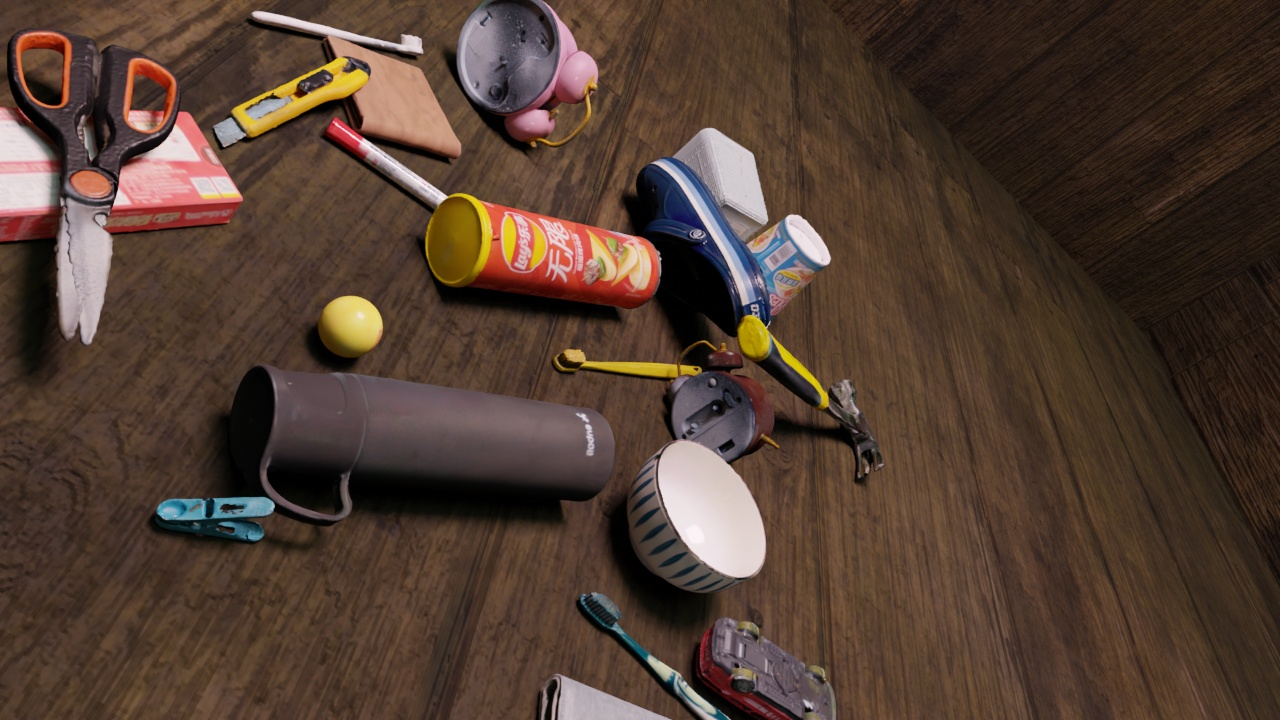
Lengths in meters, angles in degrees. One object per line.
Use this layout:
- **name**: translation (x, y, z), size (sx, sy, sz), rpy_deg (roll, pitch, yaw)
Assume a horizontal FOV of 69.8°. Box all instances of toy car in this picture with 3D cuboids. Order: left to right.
- **toy car**: translation (0.092, 0.236, 0.675), size (0.120, 0.045, 0.052), rpy_deg (35, 37, -14)

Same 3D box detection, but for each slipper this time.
- **slipper**: translation (0.048, -0.108, 0.942), size (0.095, 0.105, 0.252), rpy_deg (-18, 48, -13)

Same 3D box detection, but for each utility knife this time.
- **utility knife**: translation (-0.262, -0.201, 0.702), size (0.033, 0.015, 0.176), rpy_deg (33, 41, 0)

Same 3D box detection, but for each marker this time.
- **marker**: translation (-0.191, -0.148, 0.751), size (0.145, 0.017, 0.017), rpy_deg (34, 35, -24)

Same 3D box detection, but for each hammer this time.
- **hammer**: translation (0.179, 0.035, 0.934), size (0.323, 0.032, 0.126), rpy_deg (33, 34, -54)

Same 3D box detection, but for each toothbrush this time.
- **toothbrush**: translation (-0.261, -0.290, 0.809), size (0.179, 0.016, 0.016), rpy_deg (-13, 104, -55)
- **toothbrush**: translation (-0.005, 0.005, 0.822), size (0.189, 0.017, 0.015), rpy_deg (5, 53, -49)
- **toothbrush**: translation (0.029, 0.224, 0.635), size (0.191, 0.018, 0.016), rpy_deg (45, 33, -9)

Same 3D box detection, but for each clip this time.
- **clip**: translation (-0.219, 0.080, 0.472), size (0.055, 0.034, 0.013), rpy_deg (9, 48, -26)

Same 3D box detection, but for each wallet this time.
- **wallet**: translation (-0.218, -0.230, 0.803), size (0.101, 0.020, 0.115), rpy_deg (4, 51, -50)
- **wallet**: translation (-0.003, 0.255, 0.545), size (0.129, 0.037, 0.106), rpy_deg (32, 35, -26)

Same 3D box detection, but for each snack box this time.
- **snack box**: translation (-0.322, -0.112, 0.542), size (0.075, 0.026, 0.152), rpy_deg (54, 32, 8)

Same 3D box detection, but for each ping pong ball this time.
- **ping pong ball**: translation (-0.189, -0.022, 0.598), size (0.040, 0.040, 0.040), rpy_deg (32, 36, -27)

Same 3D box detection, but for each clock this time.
- **clock**: translation (-0.107, -0.283, 0.906), size (0.158, 0.117, 0.059), rpy_deg (55, 21, 12)
- **clock**: translation (0.069, 0.039, 0.817), size (0.055, 0.082, 0.122), rpy_deg (-1, 58, -57)

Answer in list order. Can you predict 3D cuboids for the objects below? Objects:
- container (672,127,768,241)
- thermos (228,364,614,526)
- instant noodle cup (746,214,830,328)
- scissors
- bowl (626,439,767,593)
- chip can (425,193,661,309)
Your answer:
- **container**: translation (0.088, -0.193, 1.080), size (0.090, 0.090, 0.111), rpy_deg (22, 44, -37)
- **thermos**: translation (-0.125, 0.061, 0.576), size (0.242, 0.069, 0.090), rpy_deg (11, 65, -44)
- **instant noodle cup**: translation (0.151, -0.105, 1.044), size (0.099, 0.110, 0.099), rpy_deg (31, 37, -27)
- **scissors**: translation (-0.316, -0.102, 0.498), size (0.139, 0.022, 0.234), rpy_deg (26, 42, -21)
- **bowl**: translation (0.033, 0.125, 0.697), size (0.116, 0.066, 0.116), rpy_deg (32, 36, -28)
- **chip can**: translation (-0.074, -0.086, 0.780), size (0.216, 0.073, 0.073), rpy_deg (5, 53, -49)
